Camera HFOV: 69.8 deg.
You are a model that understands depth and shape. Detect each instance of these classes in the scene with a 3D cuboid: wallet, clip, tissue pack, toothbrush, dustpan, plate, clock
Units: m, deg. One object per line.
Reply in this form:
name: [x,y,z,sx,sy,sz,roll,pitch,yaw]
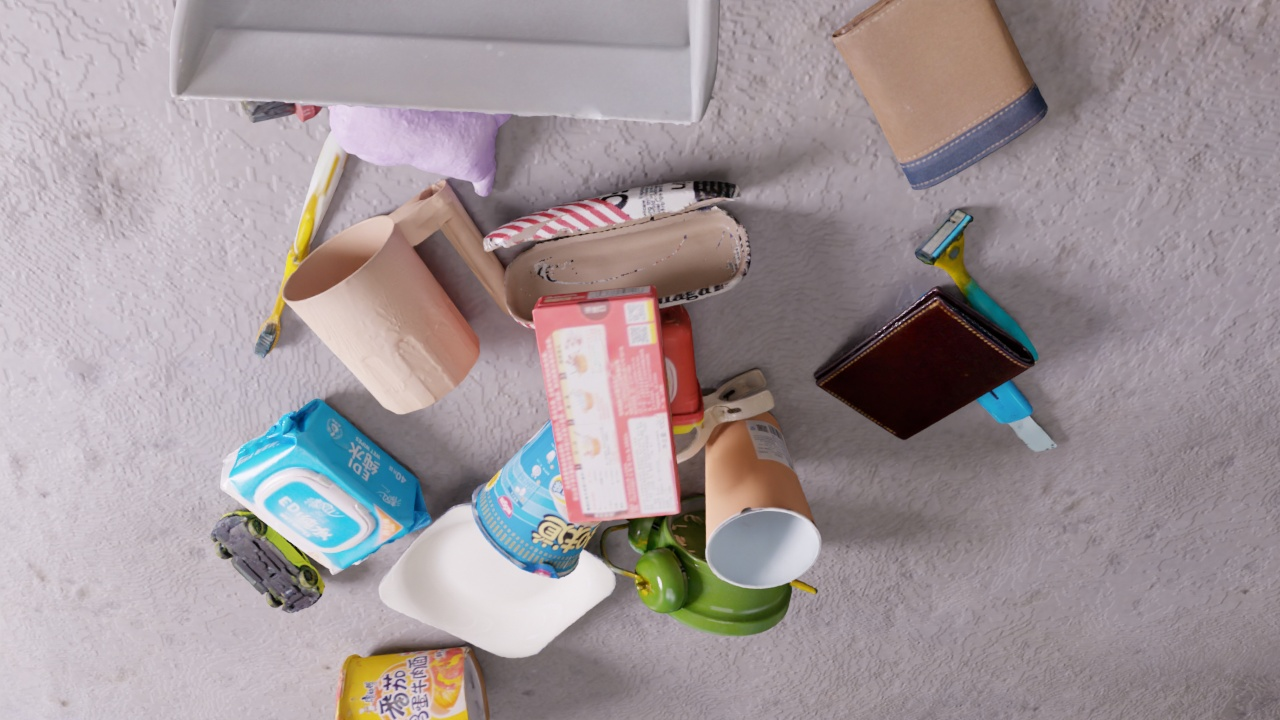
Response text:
wallet: [0.199,0.007,0.654,0.096,0.020,0.123,32,135,-17]
clip: [0.043,0.033,0.687,0.104,0.083,0.035,-34,121,-5]
wallet: [0.176,-0.167,0.538,0.090,0.033,0.115,-32,120,16]
tissue pack: [-0.238,0.099,0.697,0.090,0.063,0.140,-30,121,18]
toothbrush: [-0.224,-0.072,0.602,0.016,0.018,0.192,22,122,-19]
dustpan: [-0.071,-0.242,0.372,0.223,0.257,0.143,4,146,6]
plate: [-0.119,0.179,0.774,0.163,0.034,0.165,33,121,-23]
clock: [0.048,0.154,0.716,0.161,0.116,0.056,5,114,-9]

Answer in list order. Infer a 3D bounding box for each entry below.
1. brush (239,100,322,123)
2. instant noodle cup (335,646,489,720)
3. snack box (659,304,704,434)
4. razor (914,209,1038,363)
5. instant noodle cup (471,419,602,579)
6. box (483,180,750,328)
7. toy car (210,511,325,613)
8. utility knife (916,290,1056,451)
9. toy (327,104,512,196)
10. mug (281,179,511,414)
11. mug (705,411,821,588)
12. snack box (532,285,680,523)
brush: [-0.204,-0.198,0.491,0.069,0.063,0.146,-28,128,-18]
instant noodle cup: [-0.198,0.324,0.823,0.110,0.138,0.138,-12,126,-3]
snack box: [-0.004,0.004,0.631,0.091,0.082,0.080,-3,112,0]
razor: [0.236,-0.043,0.630,0.043,0.028,0.132,-49,115,-6]
instant noodle cup: [-0.055,0.089,0.683,0.099,0.099,0.110,31,111,-22]
box: [-0.011,-0.064,0.582,0.163,0.076,0.088,-13,103,5]
toy car: [-0.307,0.164,0.763,0.048,0.032,0.105,-32,109,20]
utility knife: [0.257,0.016,0.680,0.034,0.018,0.191,-38,119,22]
toy: [-0.126,-0.140,0.536,0.108,0.039,0.084,7,126,-29]
mug: [-0.149,-0.040,0.599,0.124,0.084,0.103,-38,124,-8]
mug: [0.081,0.092,0.665,0.078,0.122,0.078,-1,127,-1]
snack box: [-0.019,0.030,0.583,0.075,0.025,0.153,-6,112,5]
